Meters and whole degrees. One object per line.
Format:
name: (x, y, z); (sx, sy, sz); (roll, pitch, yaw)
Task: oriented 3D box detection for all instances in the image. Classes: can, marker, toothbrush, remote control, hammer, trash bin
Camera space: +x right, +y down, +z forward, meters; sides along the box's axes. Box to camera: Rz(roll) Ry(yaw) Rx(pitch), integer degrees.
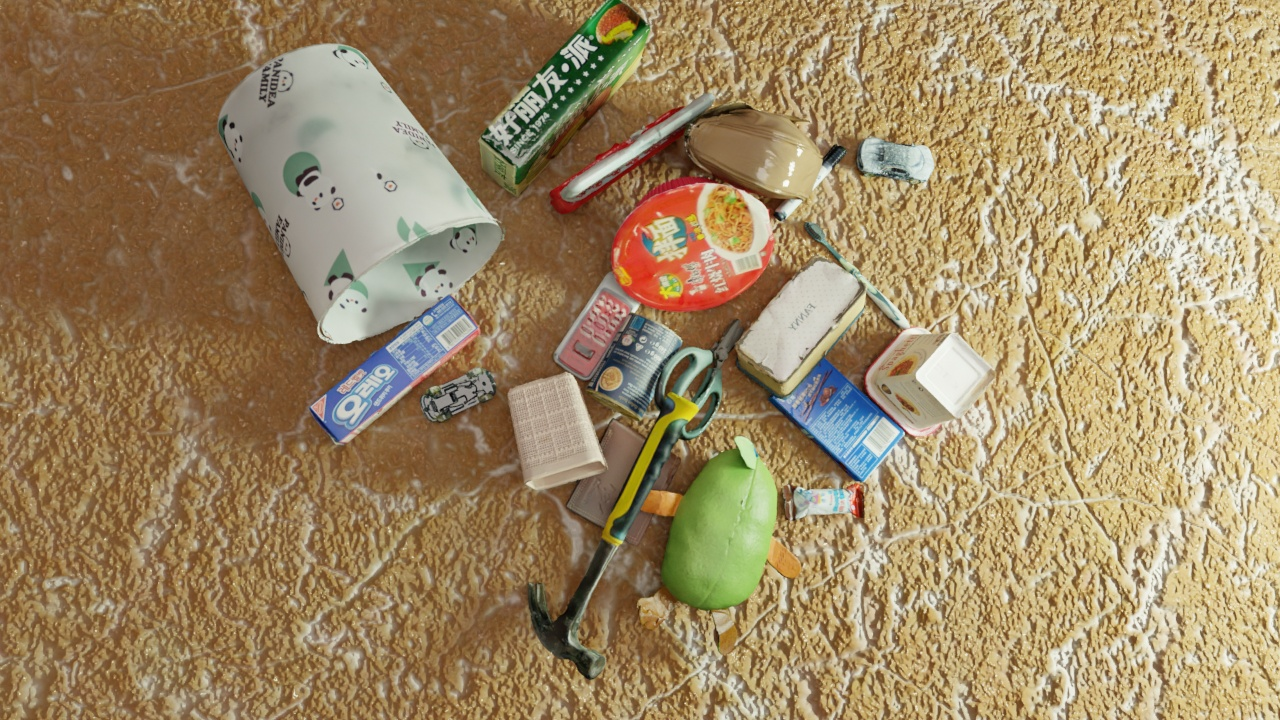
can: (-0.006, 0.006, 1.093); (0.075, 0.075, 0.111); (30, 81, -5)
marker: (0.217, -0.229, 1.178); (0.022, 0.018, 0.130); (43, 80, 6)
toothbrush: (0.279, -0.109, 1.174); (0.191, 0.018, 0.016); (46, 80, -2)
remote control: (-0.050, -0.042, 1.119); (0.056, 0.020, 0.136); (34, 81, -3)
hammer: (-0.027, 0.185, 1.042); (0.126, 0.032, 0.323); (26, 89, 34)
trash bin: (-0.312, -0.184, 1.001); (0.229, 0.230, 0.252); (-33, 84, -10)

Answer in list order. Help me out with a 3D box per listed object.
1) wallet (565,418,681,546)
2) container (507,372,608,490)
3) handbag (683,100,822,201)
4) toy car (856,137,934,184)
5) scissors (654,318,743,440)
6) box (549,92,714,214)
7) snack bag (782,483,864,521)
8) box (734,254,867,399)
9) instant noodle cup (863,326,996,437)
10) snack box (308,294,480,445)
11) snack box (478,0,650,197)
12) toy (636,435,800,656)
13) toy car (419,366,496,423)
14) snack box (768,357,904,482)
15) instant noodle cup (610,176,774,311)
wallet: (-0.020, 0.146, 1.101); (0.101, 0.032, 0.124); (29, 81, -2)
container: (-0.098, 0.081, 1.056); (0.090, 0.090, 0.111); (-17, 75, 1)
handbag: (0.139, -0.246, 1.074); (0.148, 0.204, 0.100); (22, 102, 11)
toy car: (0.333, -0.260, 1.190); (0.105, 0.031, 0.049); (7, 84, -8)
scissors: (0.074, 0.004, 1.106); (0.139, 0.019, 0.179); (45, 69, -39)
box: (-0.012, -0.241, 1.076); (0.201, 0.158, 0.038); (-36, 104, -10)
snack bag: (0.228, 0.174, 1.136); (0.105, 0.026, 0.045); (-1, 88, -6)
box: (0.192, -0.037, 1.122); (0.090, 0.059, 0.184); (40, 82, 23)
instant noodle cup: (0.356, 0.022, 1.119); (0.116, 0.124, 0.116); (44, 80, -2)
snack box: (-0.282, 0.011, 1.061); (0.207, 0.058, 0.057); (-41, 91, -10)
snack box: (-0.092, -0.312, 1.091); (0.063, 0.114, 0.239); (41, 80, -2)
toy: (0.091, 0.213, 1.080); (0.227, 0.090, 0.246); (27, 77, -17)
toy car: (-0.214, 0.041, 1.080); (0.090, 0.034, 0.043); (-26, 86, -12)
snack box: (0.245, 0.069, 1.148); (0.157, 0.026, 0.084); (43, 80, -2)
instant noodle cup: (0.058, -0.147, 1.084); (0.193, 0.194, 0.065); (-1, 47, -8)
